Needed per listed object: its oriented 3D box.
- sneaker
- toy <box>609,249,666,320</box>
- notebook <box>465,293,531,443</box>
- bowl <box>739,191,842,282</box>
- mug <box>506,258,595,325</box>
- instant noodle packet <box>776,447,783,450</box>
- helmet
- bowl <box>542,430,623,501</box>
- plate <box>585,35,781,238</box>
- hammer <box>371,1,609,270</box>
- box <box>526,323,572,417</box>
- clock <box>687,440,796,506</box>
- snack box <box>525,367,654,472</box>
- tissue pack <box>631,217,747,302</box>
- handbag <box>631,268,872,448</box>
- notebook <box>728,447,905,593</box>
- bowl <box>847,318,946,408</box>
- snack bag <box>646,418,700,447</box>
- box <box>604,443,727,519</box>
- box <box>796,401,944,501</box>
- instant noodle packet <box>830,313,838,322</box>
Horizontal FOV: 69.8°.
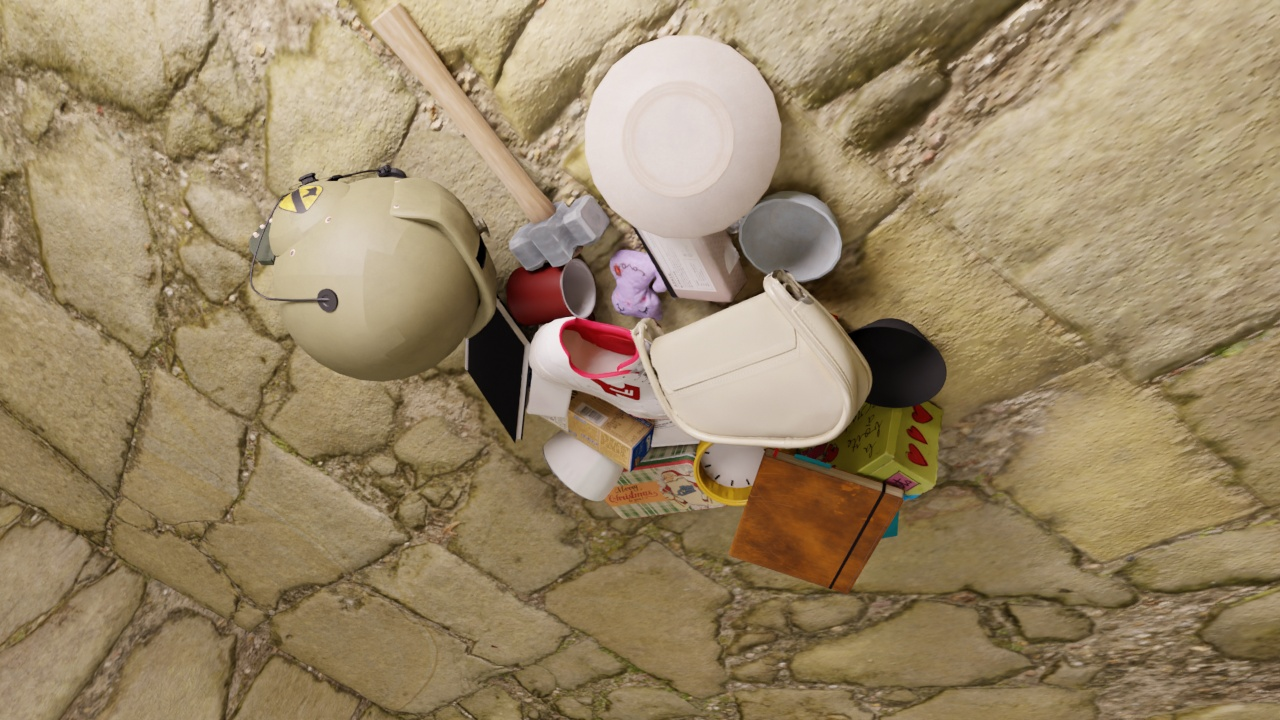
[{"bbox_3d":[-0.007,0.006,1.094,0.236,0.090,0.104,20,161,-20],"label":"sneaker"},{"bbox_3d":[0.001,-0.085,1.081,0.080,0.036,0.100,13,138,21],"label":"toy"},{"bbox_3d":[-0.191,-0.005,1.215,0.149,0.016,0.207,52,149,28],"label":"notebook"},{"bbox_3d":[0.158,-0.134,0.949,0.106,0.039,0.106,14,139,13],"label":"bowl"},{"bbox_3d":[-0.101,-0.073,1.122,0.083,0.073,0.106,-5,143,31],"label":"mug"},{"bbox_3d":[0.170,0.061,1.112,0.087,0.026,0.134,-19,129,35],"label":"instant noodle packet"},{"bbox_3d":[-0.277,-0.097,1.023,0.233,0.254,0.250,2,136,29],"label":"helmet"},{"bbox_3d":[-0.072,0.134,1.283,0.116,0.116,0.066,38,106,-15],"label":"bowl"},{"bbox_3d":[0.037,-0.208,0.866,0.189,0.027,0.189,3,105,10],"label":"plate"},{"bbox_3d":[-0.169,-0.239,0.998,0.118,0.051,0.323,-17,122,39],"label":"hammer"},{"bbox_3d":[-0.075,0.011,1.180,0.130,0.109,0.103,7,138,-8],"label":"box"},{"bbox_3d":[0.137,0.126,1.209,0.113,0.052,0.152,35,116,-12],"label":"clock"},{"bbox_3d":[-0.080,0.067,1.234,0.207,0.057,0.056,30,142,20],"label":"snack box"},{"bbox_3d":[0.050,-0.146,0.981,0.104,0.071,0.181,7,137,42],"label":"tissue pack"},{"bbox_3d":[0.127,0.000,1.003,0.230,0.131,0.184,-20,101,35],"label":"handbag"},{"bbox_3d":[0.215,0.198,1.110,0.178,0.014,0.250,17,140,7],"label":"notebook"},{"bbox_3d":[0.276,-0.009,1.014,0.124,0.052,0.124,14,139,13],"label":"bowl"},{"bbox_3d":[0.006,0.069,1.241,0.131,0.039,0.144,-9,128,40],"label":"snack bag"},{"bbox_3d":[0.027,0.176,1.340,0.206,0.050,0.118,-12,127,37],"label":"box"},{"bbox_3d":[0.264,0.132,1.120,0.082,0.124,0.222,29,141,-9],"label":"box"},{"bbox_3d":[0.183,-0.010,1.072,0.099,0.039,0.135,3,137,19],"label":"instant noodle packet"}]
